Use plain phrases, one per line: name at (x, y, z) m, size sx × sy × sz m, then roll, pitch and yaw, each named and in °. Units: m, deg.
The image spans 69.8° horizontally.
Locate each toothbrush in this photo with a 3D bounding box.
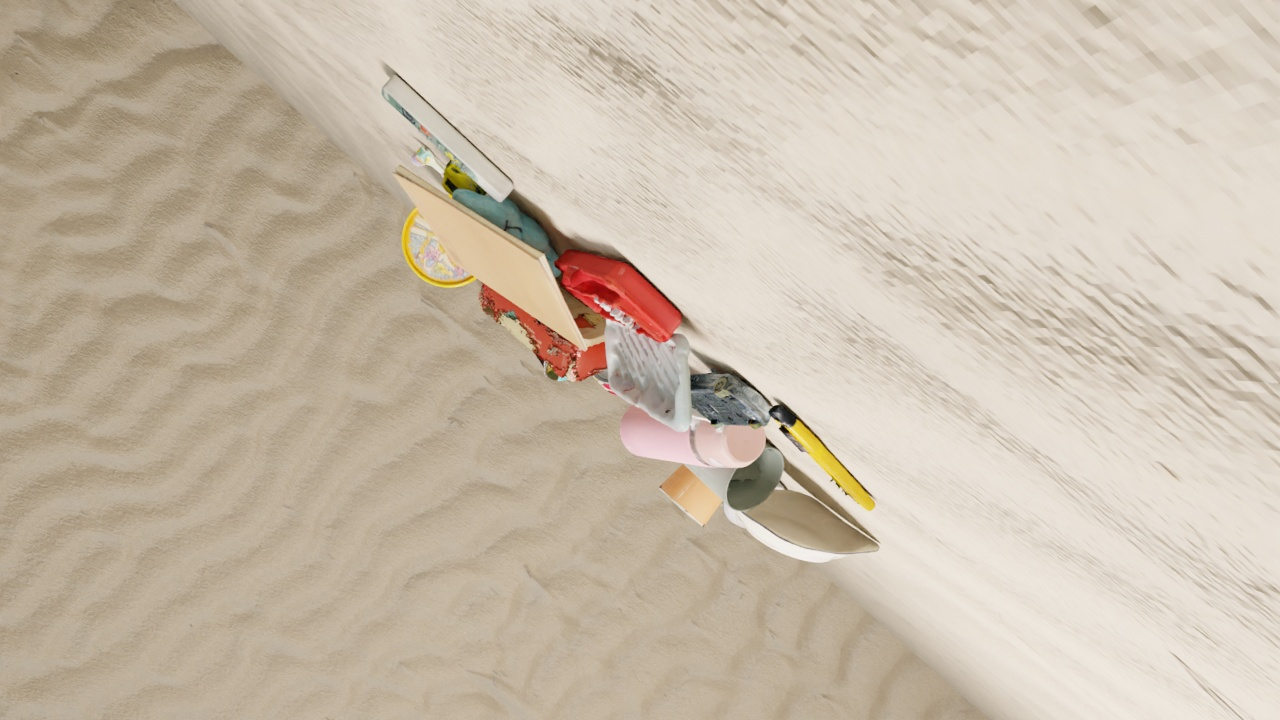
toothbrush at (-0.193, -0.183, 1.093) m, size 0.189 × 0.029 × 0.020 m, roll 42°, pitch -142°, yaw -25°

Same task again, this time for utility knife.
utility knife at (0.151, 0.083, 0.765) m, size 0.154 × 0.015 × 0.033 m, roll 44°, pitch 178°, yaw -31°

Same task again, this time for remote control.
remote control at (-0.166, -0.189, 0.795) m, size 0.135 × 0.019 × 0.056 m, roll 42°, pitch 175°, yaw -15°

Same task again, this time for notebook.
notebook at (-0.146, -0.099, 0.903) m, size 0.211 × 0.012 × 0.149 m, roll 33°, pitch 161°, yaw 30°

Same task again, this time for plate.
plate at (0.180, 0.196, 1.082) m, size 0.164 × 0.034 × 0.164 m, roll 12°, pitch -167°, yaw -33°

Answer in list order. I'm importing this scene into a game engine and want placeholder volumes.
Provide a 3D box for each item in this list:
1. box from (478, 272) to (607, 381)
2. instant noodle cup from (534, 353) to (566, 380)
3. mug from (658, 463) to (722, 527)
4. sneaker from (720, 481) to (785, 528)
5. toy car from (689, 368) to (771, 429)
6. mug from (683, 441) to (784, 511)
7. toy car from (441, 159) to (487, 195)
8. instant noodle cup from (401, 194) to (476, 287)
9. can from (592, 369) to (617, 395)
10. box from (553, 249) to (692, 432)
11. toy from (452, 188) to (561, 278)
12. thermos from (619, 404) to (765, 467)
box at (-0.098, -0.046, 1.004) m, size 0.168 × 0.078 × 0.091 m, roll 39°, pitch -142°, yaw 27°
instant noodle cup at (-0.113, -0.053, 1.200) m, size 0.120 × 0.111 × 0.111 m, roll 48°, pitch 179°, yaw 25°
mug at (0.093, 0.147, 1.203) m, size 0.078 × 0.122 × 0.078 m, roll 42°, pitch 176°, yaw 3°
sneaker at (0.168, 0.201, 1.390) m, size 0.091 × 0.089 × 0.242 m, roll 44°, pitch -176°, yaw 28°
toy car at (0.075, 0.033, 0.816) m, size 0.054 × 0.036 × 0.121 m, roll 43°, pitch 165°, yaw -16°
mug at (0.097, 0.094, 1.037) m, size 0.103 × 0.083 × 0.124 m, roll 38°, pitch 148°, yaw 46°
toy car at (-0.181, -0.180, 0.933) m, size 0.048 × 0.032 × 0.105 m, roll 43°, pitch 174°, yaw -15°
instant noodle cup at (-0.247, -0.157, 1.225) m, size 0.118 × 0.118 × 0.114 m, roll 41°, pitch -177°, yaw -4°
can at (-0.033, 0.013, 1.324) m, size 0.066 × 0.066 × 0.094 m, roll 40°, pitch 176°, yaw 18°
box at (-0.011, -0.026, 0.800) m, size 0.160 × 0.065 × 0.201 m, roll 64°, pitch 168°, yaw -17°
toy at (-0.133, -0.124, 0.927) m, size 0.161 × 0.049 × 0.156 m, roll 35°, pitch 171°, yaw -33°
thermos at (0.045, 0.072, 0.966) m, size 0.087 × 0.067 × 0.199 m, roll 33°, pitch 165°, yaw -24°
